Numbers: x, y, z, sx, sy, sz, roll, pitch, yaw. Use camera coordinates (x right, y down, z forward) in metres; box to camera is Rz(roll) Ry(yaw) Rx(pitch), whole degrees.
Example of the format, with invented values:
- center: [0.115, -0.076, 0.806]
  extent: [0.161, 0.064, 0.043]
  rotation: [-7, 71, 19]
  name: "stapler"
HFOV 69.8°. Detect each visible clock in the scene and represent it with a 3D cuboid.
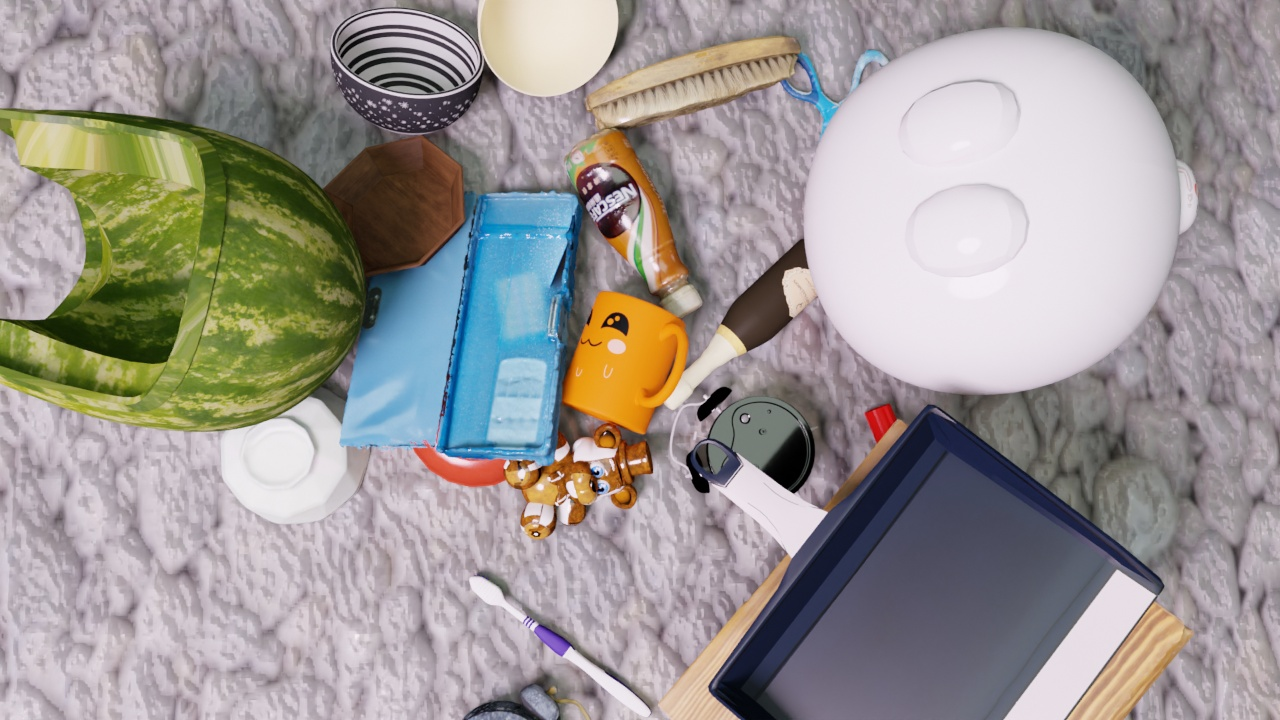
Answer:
- center: [0.085, 0.072, 0.769]
  extent: [0.120, 0.042, 0.091]
  rotation: [13, 83, -3]
  name: "clock"
- center: [-0.099, 0.312, 0.727]
  extent: [0.129, 0.052, 0.090]
  rotation: [-20, 86, -5]
  name: "clock"

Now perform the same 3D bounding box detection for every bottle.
- center: [0.087, -0.026, 0.778]
  extent: [0.184, 0.045, 0.045]
  rotation: [-43, 88, -7]
  name: "bottle"
- center: [-0.002, -0.112, 0.774]
  extent: [0.059, 0.059, 0.167]
  rotation: [-30, 90, -7]
  name: "bottle"

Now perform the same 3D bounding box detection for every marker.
- center: [0.231, 0.108, 0.786]
  extent: [0.024, 0.021, 0.145]
  rotation: [-24, 85, 31]
  name: "marker"

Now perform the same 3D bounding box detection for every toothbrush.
- center: [-0.066, 0.235, 0.755]
  extent: [0.186, 0.016, 0.015]
  rotation: [38, 83, -2]
  name: "toothbrush"

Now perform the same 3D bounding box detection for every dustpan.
- center: [0.146, 0.143, 0.593]
  extent: [0.273, 0.080, 0.236]
  rotation: [37, 85, 28]
  name: "dustpan"

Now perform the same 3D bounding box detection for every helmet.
- center: [-0.318, -0.056, 0.652]
  extent: [0.247, 0.243, 0.213]
  rotation: [11, 86, 2]
  name: "helmet"

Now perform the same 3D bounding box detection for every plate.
- center: [-0.202, -0.123, 0.760]
  extent: [0.131, 0.025, 0.131]
  rotation: [-4, 68, 10]
  name: "plate"

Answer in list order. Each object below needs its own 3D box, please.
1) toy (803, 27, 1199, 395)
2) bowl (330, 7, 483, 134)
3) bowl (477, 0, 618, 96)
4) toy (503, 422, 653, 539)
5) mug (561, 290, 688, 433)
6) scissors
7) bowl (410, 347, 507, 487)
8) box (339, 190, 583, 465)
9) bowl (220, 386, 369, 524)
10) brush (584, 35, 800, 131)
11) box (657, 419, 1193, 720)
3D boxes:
- center: [0.266, -0.104, 0.693]
  extent: [0.266, 0.280, 0.262]
  rotation: [-6, 81, 31]
  name: "toy"
- center: [-0.194, -0.230, 0.762]
  extent: [0.120, 0.067, 0.120]
  rotation: [8, 50, -11]
  name: "bowl"
- center: [-0.086, -0.294, 0.774]
  extent: [0.118, 0.118, 0.074]
  rotation: [-23, 44, -6]
  name: "bowl"
- center: [-0.047, 0.093, 0.748]
  extent: [0.113, 0.067, 0.087]
  rotation: [-12, 110, 7]
  name: "toy"
- center: [-0.004, 0.004, 0.738]
  extent: [0.077, 0.113, 0.096]
  rotation: [27, 81, -39]
  name: "mug"
- center: [0.167, -0.226, 0.822]
  extent: [0.127, 0.012, 0.137]
  rotation: [21, 85, -2]
  name: "scissors"
- center: [-0.136, 0.044, 0.760]
  extent: [0.122, 0.035, 0.122]
  rotation: [0, 84, -4]
  name: "bowl"
- center: [-0.142, -0.034, 0.743]
  extent: [0.174, 0.033, 0.231]
  rotation: [3, 69, 6]
  name: "box"
- center: [-0.282, 0.075, 0.734]
  extent: [0.117, 0.061, 0.117]
  rotation: [0, 85, -5]
  name: "bowl"
- center: [0.048, -0.239, 0.791]
  extent: [0.195, 0.059, 0.043]
  rotation: [-18, 97, -8]
  name: "brush"
- center: [0.196, 0.233, 0.704]
  extent: [0.258, 0.220, 0.279]
  rotation: [40, 88, 26]
  name: "box"
